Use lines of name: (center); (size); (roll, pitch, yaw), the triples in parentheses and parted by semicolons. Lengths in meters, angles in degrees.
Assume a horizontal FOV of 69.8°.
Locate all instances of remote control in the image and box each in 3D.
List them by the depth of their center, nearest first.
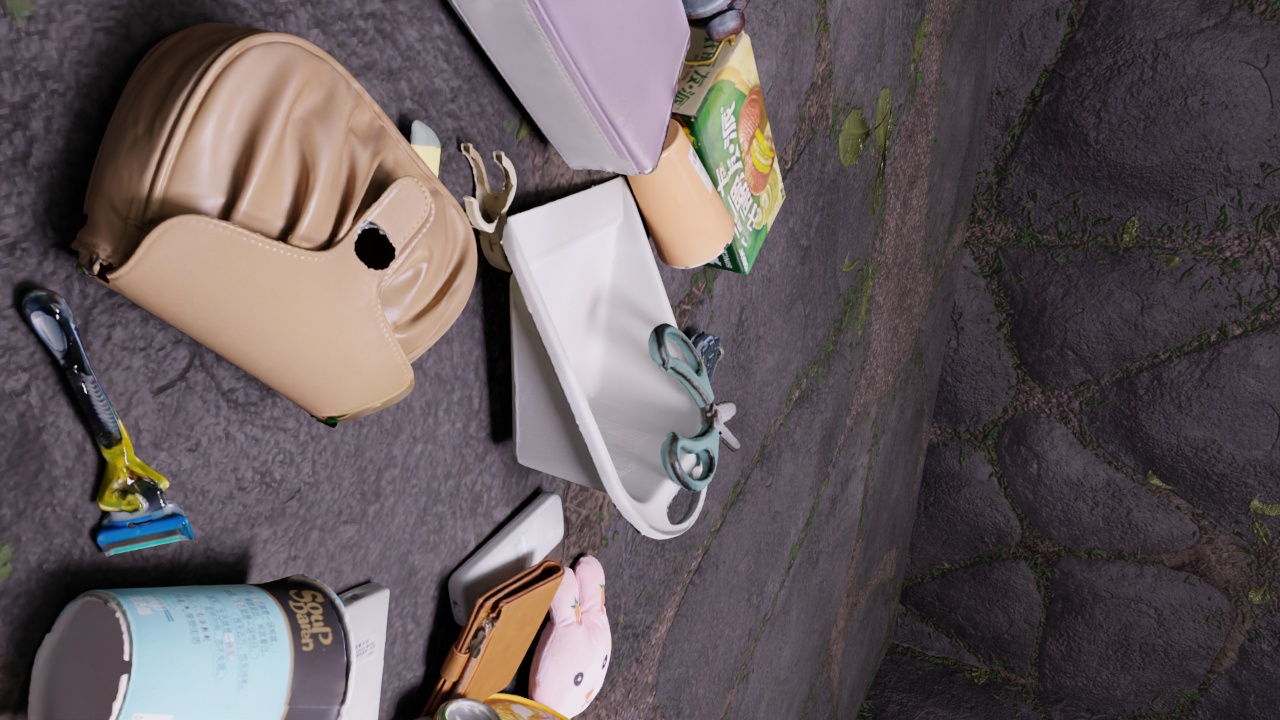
remote control: (-0.203, 0.223, 0.632); (0.056, 0.019, 0.135); (-17, 119, -60)
remote control: (-0.112, 0.166, 0.780); (0.135, 0.020, 0.056); (-41, 137, -45)

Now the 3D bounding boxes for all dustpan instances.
dustpan: (-0.004, 0.004, 0.746); (0.222, 0.143, 0.258); (-42, 143, -62)

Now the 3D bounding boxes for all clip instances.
clip: (-0.112, -0.093, 0.629); (0.089, 0.035, 0.104); (-54, 155, -43)

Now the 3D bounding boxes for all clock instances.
clock: (0.052, -0.312, 0.775); (0.055, 0.082, 0.122); (0, 97, -70)

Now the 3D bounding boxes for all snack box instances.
snack box: (0.079, -0.200, 0.910); (0.114, 0.063, 0.240); (-63, 152, -21)

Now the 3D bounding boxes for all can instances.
can: (-0.155, 0.337, 0.713); (0.057, 0.058, 0.147); (-6, 123, -62)

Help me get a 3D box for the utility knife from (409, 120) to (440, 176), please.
utility knife: (-0.146, -0.065, 0.591); (0.030, 0.019, 0.175); (-15, 116, -56)

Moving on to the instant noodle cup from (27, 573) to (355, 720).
instant noodle cup: (-0.229, 0.159, 0.466); (0.120, 0.111, 0.111); (28, 78, -54)

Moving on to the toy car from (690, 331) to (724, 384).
toy car: (0.061, 0.024, 1.031); (0.054, 0.037, 0.121); (-41, 149, -49)

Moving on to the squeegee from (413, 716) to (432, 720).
squeegee: (-0.226, 0.339, 0.630); (0.245, 0.039, 0.247); (-53, 166, -49)

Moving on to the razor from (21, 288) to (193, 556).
razor: (-0.253, 0.029, 0.429); (0.042, 0.022, 0.143); (-12, 121, -11)

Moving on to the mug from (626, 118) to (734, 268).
mug: (0.030, -0.152, 0.824); (0.078, 0.078, 0.123); (-61, 143, -26)

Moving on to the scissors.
scissors: (0.047, 0.031, 0.802); (0.174, 0.019, 0.176); (-22, 95, -63)

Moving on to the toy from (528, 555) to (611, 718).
toy: (-0.068, 0.275, 0.898); (0.121, 0.054, 0.159); (-9, 104, -62)

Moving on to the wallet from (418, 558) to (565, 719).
wallet: (-0.120, 0.232, 0.755); (0.107, 0.031, 0.132); (-13, 133, -60)

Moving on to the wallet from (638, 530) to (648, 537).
wallet: (0.015, 0.126, 1.016); (0.120, 0.019, 0.097); (-66, 155, -20)

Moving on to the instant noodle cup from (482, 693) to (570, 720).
instant noodle cup: (-0.113, 0.367, 0.789); (0.118, 0.118, 0.114); (23, 90, -64)

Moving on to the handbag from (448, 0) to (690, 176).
handbag: (-0.039, -0.240, 0.616); (0.144, 0.098, 0.197); (-65, 151, -16)

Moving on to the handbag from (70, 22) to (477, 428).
handbag: (-0.165, -0.060, 0.462); (0.147, 0.100, 0.204); (-63, 148, -16)
